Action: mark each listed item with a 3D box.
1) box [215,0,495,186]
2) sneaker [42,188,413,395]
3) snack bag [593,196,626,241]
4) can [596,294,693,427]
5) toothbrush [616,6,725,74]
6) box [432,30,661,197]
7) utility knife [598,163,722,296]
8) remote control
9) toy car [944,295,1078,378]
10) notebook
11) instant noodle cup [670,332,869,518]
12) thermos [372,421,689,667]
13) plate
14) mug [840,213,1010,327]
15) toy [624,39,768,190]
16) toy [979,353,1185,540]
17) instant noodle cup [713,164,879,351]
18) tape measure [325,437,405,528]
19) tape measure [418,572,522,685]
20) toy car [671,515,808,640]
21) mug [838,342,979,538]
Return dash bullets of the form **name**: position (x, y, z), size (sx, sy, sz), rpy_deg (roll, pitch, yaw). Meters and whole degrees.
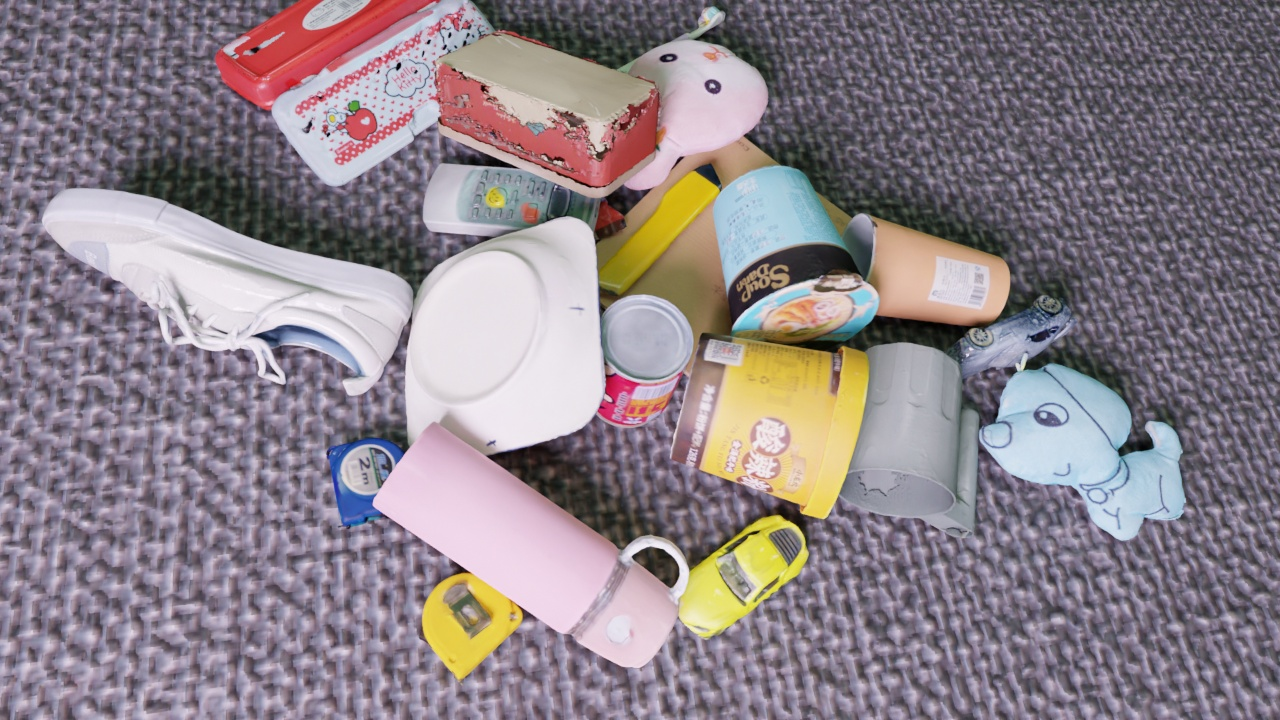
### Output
- **box**: position (-0.220, -0.248, 0.744), size (0.160, 0.065, 0.200), rpy_deg (44, 67, 7)
- **sneaker**: position (-0.284, -0.040, 0.625), size (0.242, 0.090, 0.090), rpy_deg (17, 68, -9)
- **snack bag**: position (-0.053, -0.139, 0.735), size (0.048, 0.026, 0.104), rpy_deg (-25, 65, -15)
- **can**: position (-0.004, 0.004, 0.644), size (0.066, 0.094, 0.066), rpy_deg (4, 65, -8)
- **toothbrush**: position (0.001, -0.265, 0.810), size (0.189, 0.029, 0.020), rpy_deg (-38, 117, -21)
- **box**: position (-0.074, -0.198, 0.700), size (0.168, 0.078, 0.091), rpy_deg (26, 47, 23)
- **utility knife**: position (0.015, -0.104, 0.727), size (0.033, 0.015, 0.153), rpy_deg (37, 66, 13)
- **remote control**: position (-0.099, -0.122, 0.707), size (0.135, 0.019, 0.056), rpy_deg (7, 68, 9)
- **toy car**: position (0.288, -0.014, 0.725), size (0.120, 0.054, 0.036), rpy_deg (-20, 69, -17)
- **notebook**: position (0.063, -0.090, 0.745), size (0.149, 0.012, 0.211), rpy_deg (39, 66, 8)
- **instant noodle cup**: position (0.087, 0.038, 0.636), size (0.114, 0.119, 0.118), rpy_deg (15, 64, 5)
- **thermos**: position (-0.064, 0.112, 0.582), size (0.198, 0.067, 0.087), rpy_deg (34, 97, -2)
- **plate**: position (-0.102, -0.018, 0.621), size (0.164, 0.034, 0.164), rpy_deg (-17, 63, 24)
- **mug**: position (0.223, -0.066, 0.728), size (0.122, 0.078, 0.078), rpy_deg (10, 64, -10)
- **toy**: position (0.029, -0.207, 0.766), size (0.121, 0.054, 0.159), rpy_deg (38, 72, 23)
- **toy**: position (0.339, 0.063, 0.701), size (0.161, 0.050, 0.156), rpy_deg (-18, 77, -16)
- **instant noodle cup**: position (0.107, -0.078, 0.688), size (0.111, 0.111, 0.120), rpy_deg (-6, 61, -13)
- **tape measure**: position (-0.180, 0.081, 0.616), size (0.054, 0.025, 0.058), rpy_deg (-12, 73, -17)
- **tape measure**: position (-0.111, 0.165, 0.588), size (0.059, 0.029, 0.057), rpy_deg (-40, 77, -23)
- **toy car**: position (0.069, 0.146, 0.626), size (0.105, 0.032, 0.048), rpy_deg (-31, 75, -19)
- **mug**: position (0.203, 0.060, 0.671), size (0.124, 0.084, 0.103), rpy_deg (29, 60, -26)
